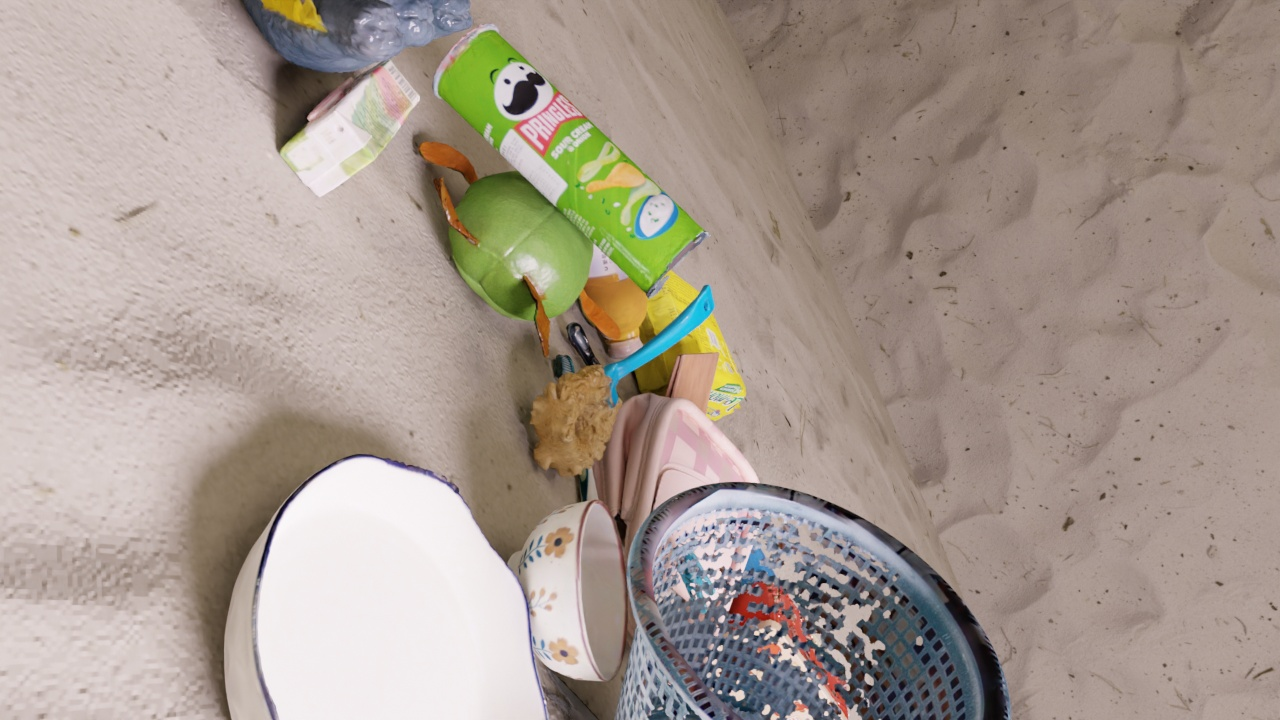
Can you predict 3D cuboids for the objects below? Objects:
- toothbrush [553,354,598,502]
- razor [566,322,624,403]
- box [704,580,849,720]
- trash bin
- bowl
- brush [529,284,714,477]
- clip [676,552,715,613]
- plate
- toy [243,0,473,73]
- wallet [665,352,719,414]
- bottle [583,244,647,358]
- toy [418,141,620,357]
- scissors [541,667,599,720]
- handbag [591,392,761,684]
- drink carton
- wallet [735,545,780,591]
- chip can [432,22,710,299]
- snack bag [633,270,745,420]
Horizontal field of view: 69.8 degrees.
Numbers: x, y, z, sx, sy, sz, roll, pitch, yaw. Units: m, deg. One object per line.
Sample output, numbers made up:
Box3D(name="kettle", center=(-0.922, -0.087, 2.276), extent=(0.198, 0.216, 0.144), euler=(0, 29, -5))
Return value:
Box3D(name="toothbrush", center=(-0.052, 0.073, 0.772), extent=(0.018, 0.016, 0.191), euler=(27, 41, -45))
Box3D(name="razor", center=(-0.032, 0.024, 0.873), extent=(0.042, 0.022, 0.143), euler=(-43, 111, -31))
Box3D(name="box", center=(0.131, 0.285, 0.872), extent=(0.168, 0.091, 0.079), euler=(56, 25, -25))
Box3D(name="trash bin", center=(0.072, 0.220, 0.561), extent=(0.226, 0.195, 0.226), euler=(16, 29, -9))
Box3D(name="bowl", center=(-0.050, 0.150, 0.595), extent=(0.113, 0.062, 0.113), euler=(-8, 89, -78))
Box3D(name="brush", center=(-0.005, 0.005, 0.775), extent=(0.253, 0.046, 0.083), euler=(-41, 127, -39))
Box3D(name="clip", center=(0.045, 0.179, 0.747), extent=(0.041, 0.014, 0.056), euler=(-54, 129, -46))
Box3D(name="plate", center=(-0.122, 0.150, 0.459), extent=(0.205, 0.046, 0.204), euler=(52, 22, -32))
Box3D(name="toy", center=(-0.193, -0.253, 0.633), extent=(0.355, 0.138, 0.091), euler=(-90, 180, -61))
Box3D(name="wallet", center=(0.046, 0.046, 0.946), extent=(0.101, 0.020, 0.115), euler=(-3, 109, -65))
Box3D(name="bottle", center=(-0.034, -0.095, 0.906), extent=(0.067, 0.068, 0.190), euler=(-63, 143, -66))
Box3D(name="toy", center=(-0.096, -0.097, 0.754), extent=(0.227, 0.090, 0.246), euler=(49, 19, -11))
Box3D(name="scissors", center=(-0.013, 0.278, 0.631), extent=(0.172, 0.014, 0.145), euler=(31, 38, -57))
Box3D(name="handbag", center=(0.028, 0.164, 0.797), extent=(0.193, 0.094, 0.233), euler=(48, 38, -41))
Box3D(name="drink carton", center=(-0.196, -0.164, 0.628), extent=(0.045, 0.054, 0.122), euler=(53, 22, -26))
Box3D(name="wallet", center=(0.112, 0.232, 0.975), extent=(0.106, 0.040, 0.133), euler=(64, 20, 9))
Box3D(name="chip can", center=(-0.054, -0.153, 0.715), extent=(0.236, 0.072, 0.072), euler=(44, 21, 1))
Box3D(name="snack bag", center=(0.050, -0.022, 1.071), extent=(0.246, 0.068, 0.158), euler=(23, 45, -63))
